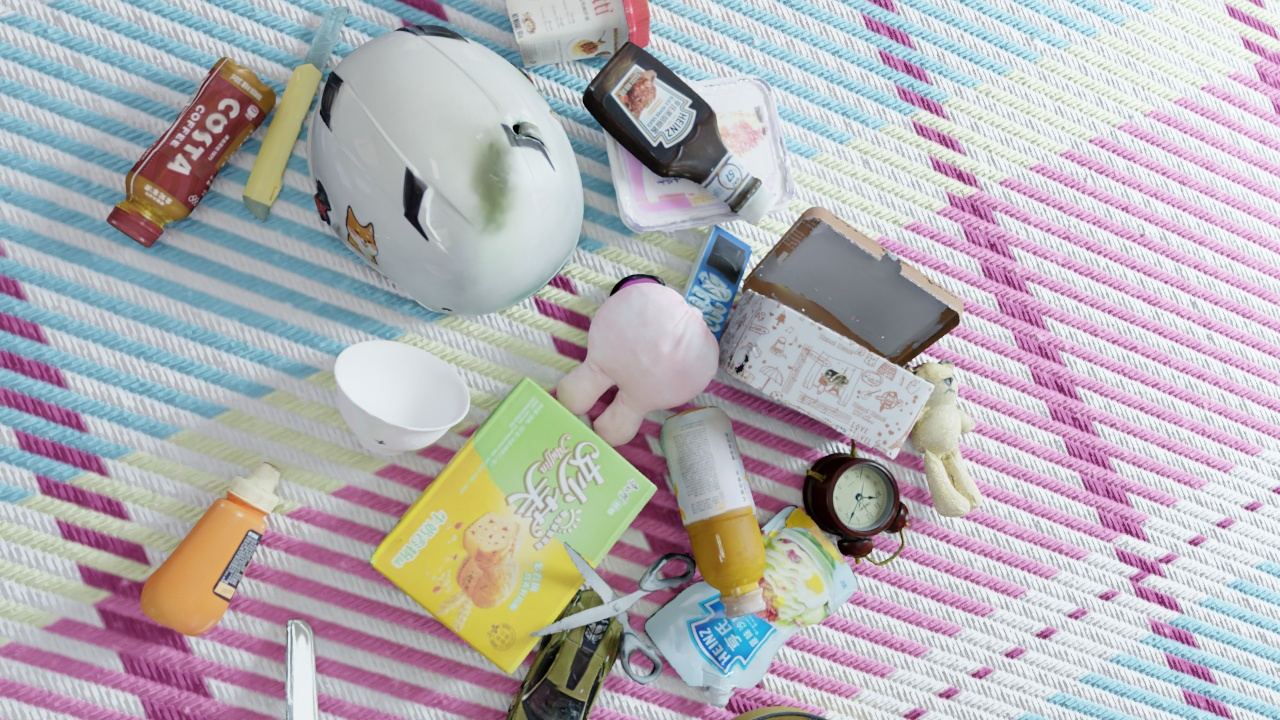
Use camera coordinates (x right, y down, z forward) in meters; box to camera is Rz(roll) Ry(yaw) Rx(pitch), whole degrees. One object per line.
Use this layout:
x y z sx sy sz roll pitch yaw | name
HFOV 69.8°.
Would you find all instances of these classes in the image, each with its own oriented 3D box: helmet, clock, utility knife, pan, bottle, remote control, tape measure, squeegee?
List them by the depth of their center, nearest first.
-0.352 0.153 0.771 0.067 0.067 0.149 31 72 -7 | bottle
-0.167 -0.176 0.791 0.229 0.157 0.274 -37 92 -13 | helmet
-0.390 -0.178 0.796 0.057 0.057 0.174 34 79 -7 | bottle
-0.179 0.342 0.797 0.246 0.039 0.246 0 66 -18 | squeegee
0.041 -0.199 0.834 0.195 0.044 0.079 40 79 -6 | bottle
-0.314 -0.231 0.837 0.031 0.022 0.216 21 87 -10 | utility knife
0.071 0.138 0.841 0.068 0.068 0.189 -12 78 -13 | bottle
0.209 0.401 0.849 0.357 0.078 0.197 -15 88 -13 | pan
-0.001 -0.054 0.872 0.057 0.039 0.057 -9 86 -12 | tape measure
0.068 -0.072 0.886 0.049 0.024 0.124 30 68 -18 | remote control
0.211 0.141 0.888 0.082 0.055 0.122 -32 93 -13 | clock

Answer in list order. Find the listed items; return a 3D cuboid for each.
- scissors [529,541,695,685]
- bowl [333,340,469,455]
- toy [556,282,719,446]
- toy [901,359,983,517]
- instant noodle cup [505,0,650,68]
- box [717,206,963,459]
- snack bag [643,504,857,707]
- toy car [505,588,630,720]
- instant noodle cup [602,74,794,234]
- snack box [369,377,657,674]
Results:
-0.017 0.212 0.803 0.159 0.014 0.179 -43 121 -25 | scissors
-0.215 0.043 0.799 0.118 0.118 0.065 24 119 -8 | bowl
-0.005 0.005 0.839 0.121 0.054 0.160 43 111 -8 | toy
0.298 0.076 0.907 0.105 0.066 0.157 -8 79 -18 | toy
-0.063 -0.337 0.859 0.124 0.116 0.116 -15 87 0 | instant noodle cup
0.188 -0.033 0.853 0.182 0.152 0.174 28 97 -8 | box
0.107 0.233 0.868 0.190 0.039 0.110 -38 95 -10 | snack bag
-0.063 0.280 0.815 0.070 0.042 0.157 29 67 -7 | toy car
0.051 -0.193 0.887 0.173 0.060 0.138 -11 87 -11 | instant noodle cup
-0.111 0.142 0.814 0.157 0.070 0.209 41 78 -5 | snack box
